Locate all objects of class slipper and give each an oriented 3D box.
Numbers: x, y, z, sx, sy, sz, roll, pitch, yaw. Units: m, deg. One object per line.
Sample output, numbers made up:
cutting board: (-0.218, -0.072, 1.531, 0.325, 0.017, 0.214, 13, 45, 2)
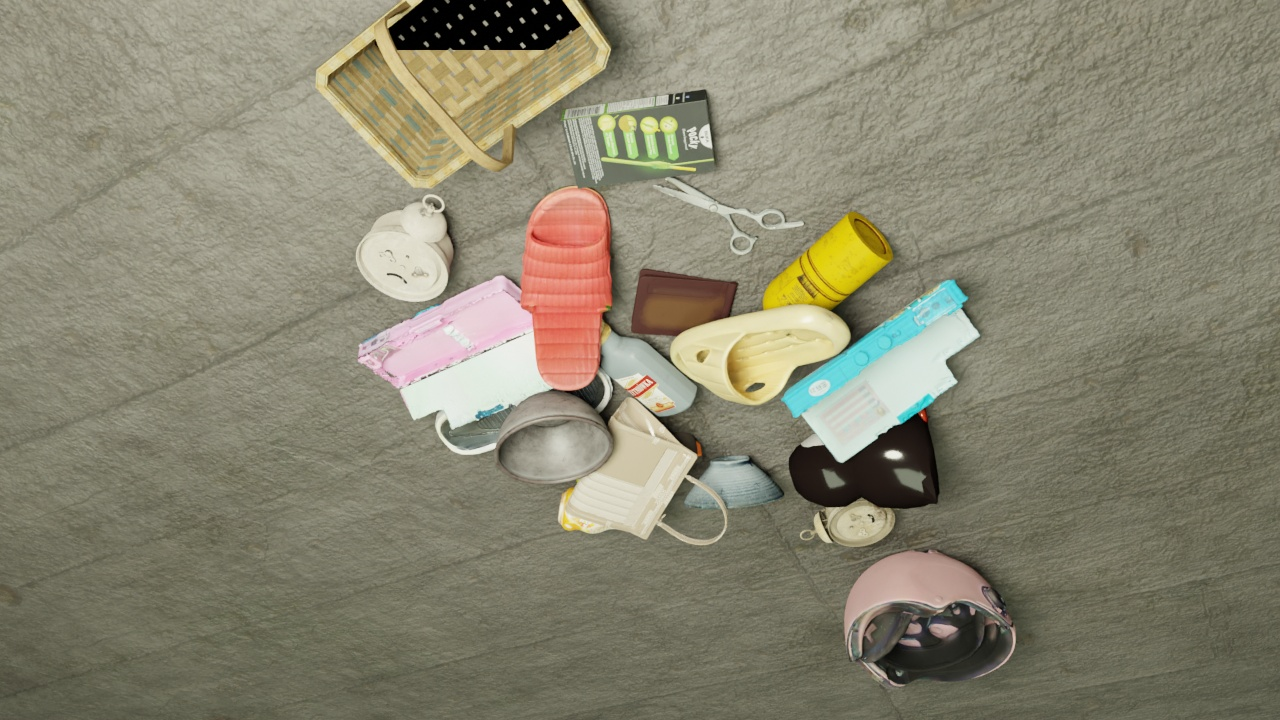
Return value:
slipper: (-0.155, 0.077, 1.210, 0.264, 0.063, 0.111, -16, 128, 21)
slipper: (0.123, 0.002, 1.051, 0.111, 0.079, 0.262, 34, 150, -26)
slipper: (-0.083, -0.072, 1.037, 0.103, 0.059, 0.249, 3, 114, -3)

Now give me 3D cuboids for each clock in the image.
clock: (0.292, 0.222, 1.306, 0.141, 0.054, 0.093, -27, 124, 16)
clock: (-0.253, -0.135, 1.031, 0.103, 0.061, 0.157, 26, 136, -17)

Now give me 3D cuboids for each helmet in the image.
helmet: (0.423, 0.379, 1.368, 0.255, 0.152, 0.231, 21, 127, -16)

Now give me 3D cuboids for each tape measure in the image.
tape measure: (0.049, 0.121, 1.249, 0.058, 0.038, 0.058, -28, 137, 26)

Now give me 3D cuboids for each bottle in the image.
bottle: (-0.063, 0.219, 1.325, 0.109, 0.063, 0.063, 9, 131, -1)
bottle: (-0.007, 0.007, 1.138, 0.161, 0.046, 0.072, 41, 144, -27)
bottle: (0.196, -0.087, 1.029, 0.071, 0.070, 0.164, 32, 126, -22)

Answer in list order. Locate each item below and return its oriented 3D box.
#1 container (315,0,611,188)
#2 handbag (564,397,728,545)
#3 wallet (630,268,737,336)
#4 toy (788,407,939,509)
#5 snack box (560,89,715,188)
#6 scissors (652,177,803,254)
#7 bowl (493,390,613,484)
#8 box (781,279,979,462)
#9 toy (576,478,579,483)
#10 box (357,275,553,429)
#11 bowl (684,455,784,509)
container: (-0.162, -0.263, 0.825, 0.250, 0.186, 0.157, -27, 124, 25)
handbag: (0.024, 0.172, 1.195, 0.198, 0.062, 0.176, 31, 124, 5)
wallet: (0.050, -0.063, 1.099, 0.115, 0.018, 0.092, 7, 131, -4)
toy: (0.283, 0.140, 1.175, 0.184, 0.139, 0.159, -11, 130, 14)
snack box: (-0.001, -0.228, 0.950, 0.148, 0.025, 0.080, -5, 131, 9)
scissors: (0.097, -0.170, 1.002, 0.118, 0.014, 0.161, -26, 128, 26)
bowl: (-0.109, 0.086, 1.128, 0.145, 0.067, 0.145, -7, 142, -5)
box: (0.280, 0.004, 1.066, 0.227, 0.085, 0.170, -36, 140, 11)
toy: (-0.045, 0.155, 1.287, 0.094, 0.036, 0.094, -32, 128, 22)
box: (-0.220, -0.005, 1.145, 0.231, 0.062, 0.160, -22, 118, 22)
bowl: (0.125, 0.161, 1.250, 0.137, 0.137, 0.057, -6, 91, 10)
